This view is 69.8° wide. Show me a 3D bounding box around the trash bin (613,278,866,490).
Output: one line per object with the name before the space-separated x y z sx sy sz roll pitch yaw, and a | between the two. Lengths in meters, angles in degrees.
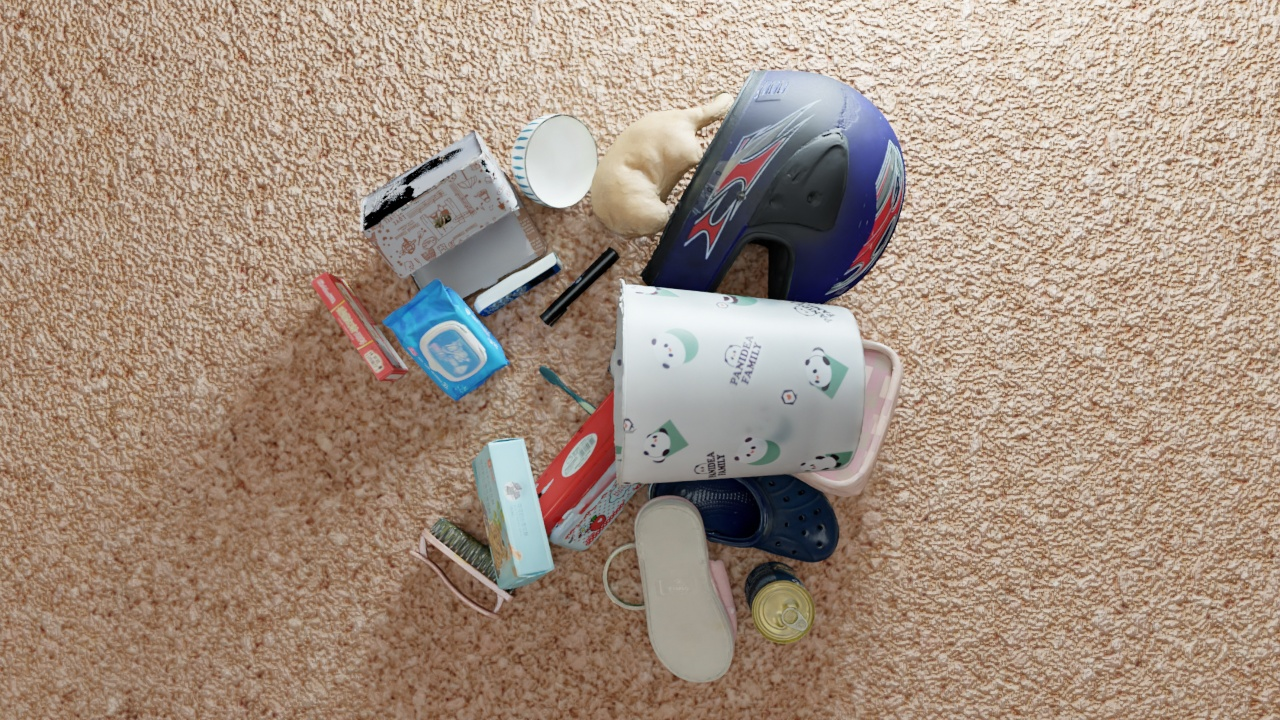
trash bin | 0.099 0.029 1.012 0.252 0.229 0.229 1 88 -3

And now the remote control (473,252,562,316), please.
remote control | -0.158 -0.098 1.187 0.125 0.049 0.024 -31 85 0

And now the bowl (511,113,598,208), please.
bowl | -0.118 -0.255 1.171 0.066 0.116 0.116 18 89 45

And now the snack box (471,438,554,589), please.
snack box | -0.160 0.190 1.139 0.051 0.074 0.174 -5 68 -29

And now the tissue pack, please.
tissue pack | -0.242 -0.023 1.158 0.095 0.052 0.157 -34 124 3

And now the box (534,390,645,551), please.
box | -0.046 0.148 1.173 0.101 0.095 0.201 35 99 -36

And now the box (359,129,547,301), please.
box | -0.231 -0.159 1.165 0.183 0.154 0.185 -31 120 3

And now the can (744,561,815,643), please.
can | 0.171 0.298 1.140 0.075 0.111 0.075 0 90 2

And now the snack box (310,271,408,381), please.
snack box | -0.359 -0.042 1.177 0.025 0.075 0.153 -36 88 -1

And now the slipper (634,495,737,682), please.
slipper | 0.054 0.285 1.149 0.114 0.054 0.274 -11 111 8

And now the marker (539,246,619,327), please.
marker | -0.079 -0.096 1.200 0.132 0.020 0.022 -44 105 0

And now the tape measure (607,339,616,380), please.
tape measure | -0.007 0.007 1.183 0.066 0.033 0.066 14 78 10

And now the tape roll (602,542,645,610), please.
tape roll | -0.006 0.280 1.192 0.086 0.014 0.086 0 89 2

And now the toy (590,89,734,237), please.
toy | 0.023 -0.260 1.157 0.143 0.082 0.226 32 90 33

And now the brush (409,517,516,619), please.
brush | -0.222 0.264 1.173 0.145 0.063 0.073 35 79 2

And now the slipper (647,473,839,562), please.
slipper | 0.134 0.184 1.147 0.253 0.095 0.105 15 91 -3

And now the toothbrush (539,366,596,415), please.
toothbrush | -0.057 0.070 1.199 0.191 0.018 0.016 39 93 0

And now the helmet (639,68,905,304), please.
helmet | 0.173 -0.174 1.087 0.240 0.247 0.315 30 97 1

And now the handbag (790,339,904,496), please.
handbag | 0.196 0.048 1.149 0.234 0.093 0.193 21 77 8
